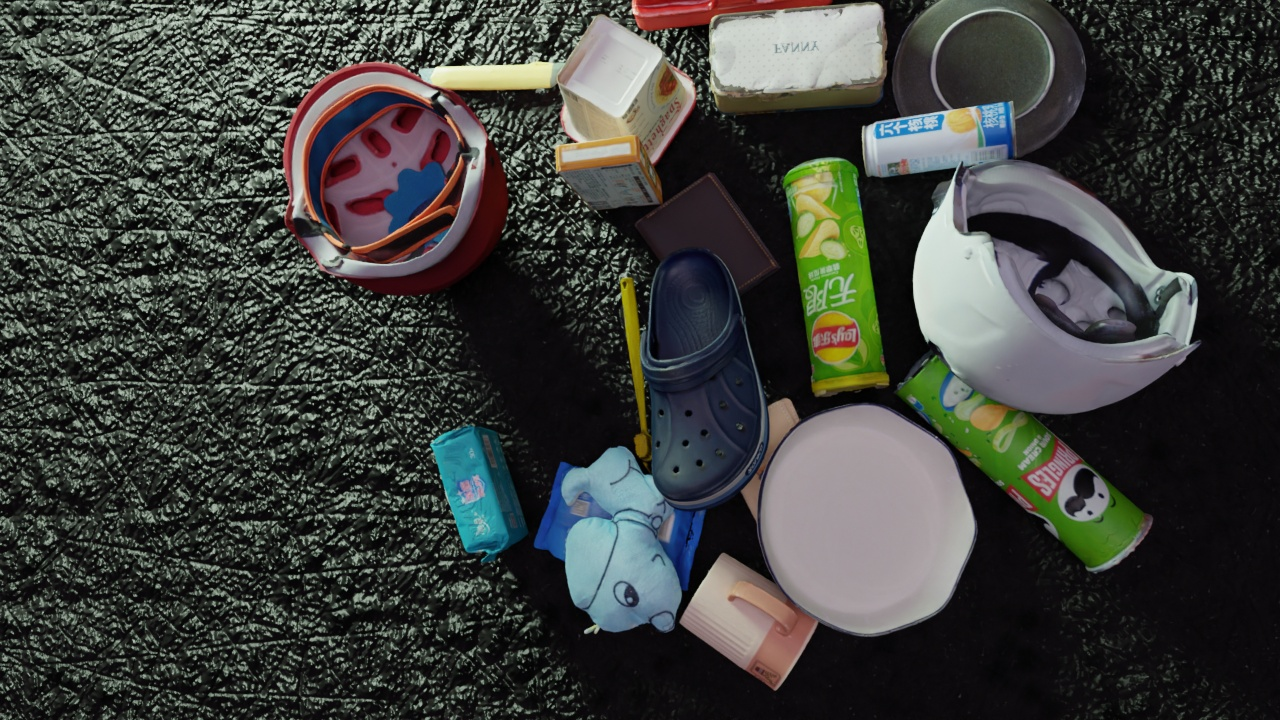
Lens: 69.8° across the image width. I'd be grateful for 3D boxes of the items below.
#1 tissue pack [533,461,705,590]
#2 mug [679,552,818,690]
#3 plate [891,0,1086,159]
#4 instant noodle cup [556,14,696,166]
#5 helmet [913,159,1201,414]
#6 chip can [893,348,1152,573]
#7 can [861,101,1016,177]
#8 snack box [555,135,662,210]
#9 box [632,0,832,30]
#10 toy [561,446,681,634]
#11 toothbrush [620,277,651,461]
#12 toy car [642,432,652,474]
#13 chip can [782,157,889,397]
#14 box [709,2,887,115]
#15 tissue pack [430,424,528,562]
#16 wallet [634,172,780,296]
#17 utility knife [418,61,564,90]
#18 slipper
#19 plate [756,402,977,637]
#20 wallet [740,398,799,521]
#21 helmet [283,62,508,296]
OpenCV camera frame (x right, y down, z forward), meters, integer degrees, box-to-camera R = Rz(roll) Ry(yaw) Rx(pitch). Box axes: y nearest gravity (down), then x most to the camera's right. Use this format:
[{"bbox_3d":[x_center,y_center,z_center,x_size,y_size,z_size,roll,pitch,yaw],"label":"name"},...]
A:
[{"bbox_3d":[-0.019,0.161,0.892,0.157,0.052,0.095,13,86,10],"label":"tissue pack"},{"bbox_3d":[0.101,0.232,0.836,0.106,0.115,0.081,31,65,13],"label":"mug"},{"bbox_3d":[0.336,-0.279,0.883,0.179,0.024,0.179,-1,85,9],"label":"plate"},{"bbox_3d":[-0.019,-0.260,0.889,0.116,0.124,0.116,34,91,10],"label":"instant noodle cup"},{"bbox_3d":[0.331,-0.051,0.783,0.229,0.257,0.146,24,128,-4],"label":"helmet"},{"bbox_3d":[0.340,0.083,0.829,0.236,0.072,0.072,44,93,11],"label":"chip can"},{"bbox_3d":[0.279,-0.206,0.861,0.135,0.053,0.053,-4,84,20],"label":"can"},{"bbox_3d":[-0.026,-0.174,0.868,0.075,0.153,0.026,-5,85,9],"label":"snack box"},{"bbox_3d":[0.090,-0.409,0.924,0.201,0.059,0.161,-4,73,10],"label":"box"},{"bbox_3d":[-0.019,0.171,0.838,0.161,0.050,0.156,34,85,13],"label":"toy"},{"bbox_3d":[-0.005,0.005,0.897,0.016,0.016,0.190,-15,68,23],"label":"toothbrush"},{"bbox_3d":[0.060,0.054,0.892,0.071,0.041,0.156,28,92,10],"label":"toy car"},{"bbox_3d":[0.183,-0.079,0.867,0.072,0.072,0.221,-8,84,9],"label":"chip can"},{"bbox_3d":[0.159,-0.294,0.896,0.184,0.062,0.089,1,86,8],"label":"box"},{"bbox_3d":[-0.155,0.129,0.897,0.050,0.093,0.133,-20,82,3],"label":"tissue pack"},{"bbox_3d":[0.066,-0.115,0.917,0.096,0.020,0.122,-34,80,1],"label":"wallet"},{"bbox_3d":[-0.159,-0.302,0.971,0.167,0.018,0.031,4,82,8],"label":"utility knife"},{"bbox_3d":[0.053,0.005,0.826,0.105,0.095,0.252,-9,66,19],"label":"slipper"},{"bbox_3d":[0.199,0.142,0.832,0.204,0.046,0.204,2,79,-10],"label":"plate"},{"bbox_3d":[0.131,0.101,0.867,0.087,0.024,0.115,-29,98,-9],"label":"wallet"},{"bbox_3d":[-0.232,-0.167,0.912,0.207,0.144,0.240,-39,66,4],"label":"helmet"}]
